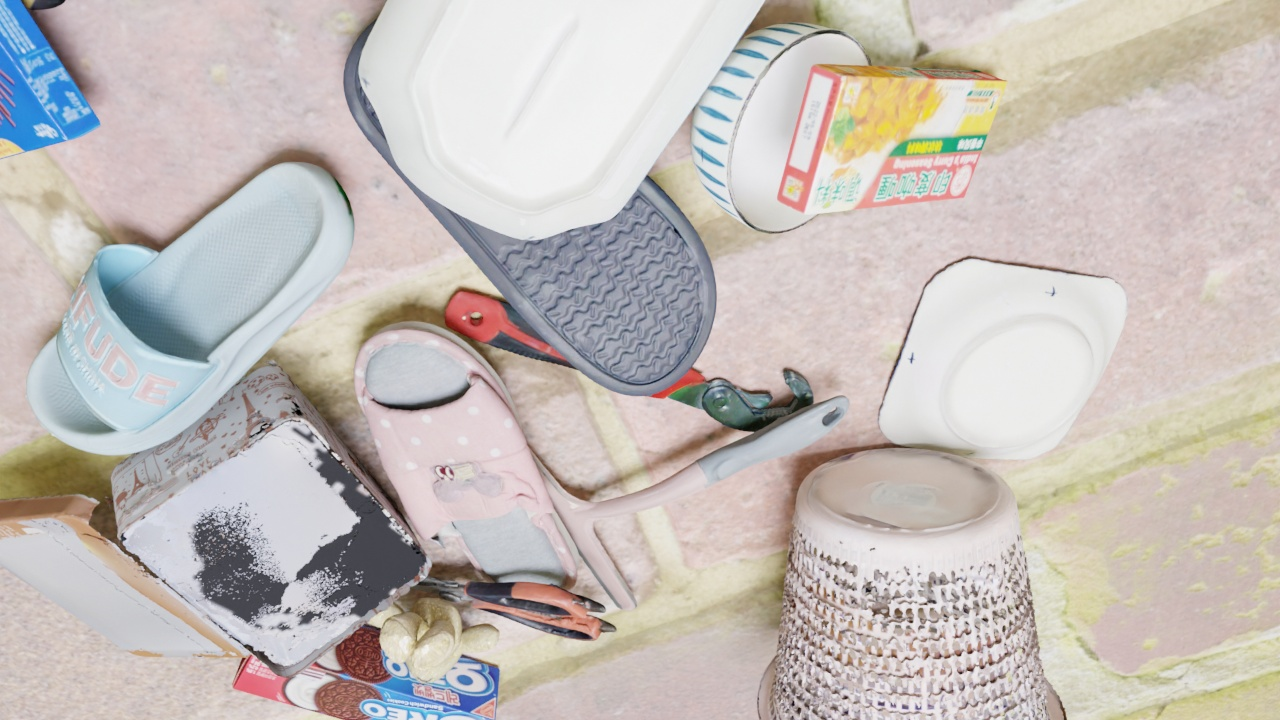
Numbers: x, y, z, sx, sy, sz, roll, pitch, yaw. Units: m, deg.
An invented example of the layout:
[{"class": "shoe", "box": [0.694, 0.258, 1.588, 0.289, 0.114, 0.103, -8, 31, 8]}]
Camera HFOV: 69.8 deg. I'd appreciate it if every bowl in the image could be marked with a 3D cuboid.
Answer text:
[{"class": "bowl", "box": [0.073, -0.139, 0.533, 0.116, 0.066, 0.117, -24, 133, -29]}]

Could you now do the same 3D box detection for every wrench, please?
[{"class": "wrench", "box": [-0.004, 0.004, 0.649, 0.273, 0.016, 0.056, 15, 121, -14]}]

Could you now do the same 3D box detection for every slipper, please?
[{"class": "slipper", "box": [-0.120, 0.090, 0.651, 0.114, 0.054, 0.275, -8, 127, 17]}, {"class": "slipper", "box": [-0.276, -0.031, 0.544, 0.246, 0.104, 0.074, -36, 161, 11]}, {"class": "slipper", "box": [-0.058, -0.097, 0.557, 0.111, 0.083, 0.268, -44, 99, 6]}]

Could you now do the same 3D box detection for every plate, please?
[{"class": "plate", "box": [0.270, 0.011, 0.673, 0.164, 0.034, 0.164, 6, 120, -10]}, {"class": "plate", "box": [-0.027, -0.176, 0.447, 0.162, 0.034, 0.266, 29, 111, -21]}]

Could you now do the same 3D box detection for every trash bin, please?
[{"class": "trash bin", "box": [0.194, 0.179, 0.676, 0.227, 0.227, 0.192, -7, 108, -2]}]

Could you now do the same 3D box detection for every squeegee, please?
[{"class": "squeegee", "box": [0.036, 0.081, 0.671, 0.250, 0.040, 0.248, -23, 120, 14]}]

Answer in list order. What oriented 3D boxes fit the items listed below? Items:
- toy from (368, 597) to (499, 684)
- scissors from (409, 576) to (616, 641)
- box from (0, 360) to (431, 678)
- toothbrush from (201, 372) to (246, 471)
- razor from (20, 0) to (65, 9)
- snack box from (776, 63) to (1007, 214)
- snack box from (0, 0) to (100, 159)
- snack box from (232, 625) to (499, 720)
[{"class": "toy", "box": [-0.161, 0.212, 0.692, 0.105, 0.066, 0.157, 8, 162, -4]}, {"class": "scissors", "box": [-0.129, 0.176, 0.705, 0.205, 0.015, 0.197, 35, 143, -31]}, {"class": "box", "box": [-0.298, 0.132, 0.622, 0.274, 0.125, 0.179, -22, 129, 7]}, {"class": "toothbrush", "box": [-0.270, 0.001, 0.620, 0.029, 0.020, 0.190, 32, 115, 14]}, {"class": "razor", "box": [-0.280, -0.247, 0.453, 0.067, 0.062, 0.168, 12, 130, -49]}, {"class": "snack box", "box": [0.149, -0.131, 0.537, 0.155, 0.027, 0.077, -12, 127, -37]}, {"class": "snack box", "box": [-0.358, -0.183, 0.475, 0.085, 0.026, 0.157, -2, 126, 31]}, {"class": "snack box", "box": [-0.219, 0.262, 0.757, 0.207, 0.058, 0.057, 25, 118, -19]}]
